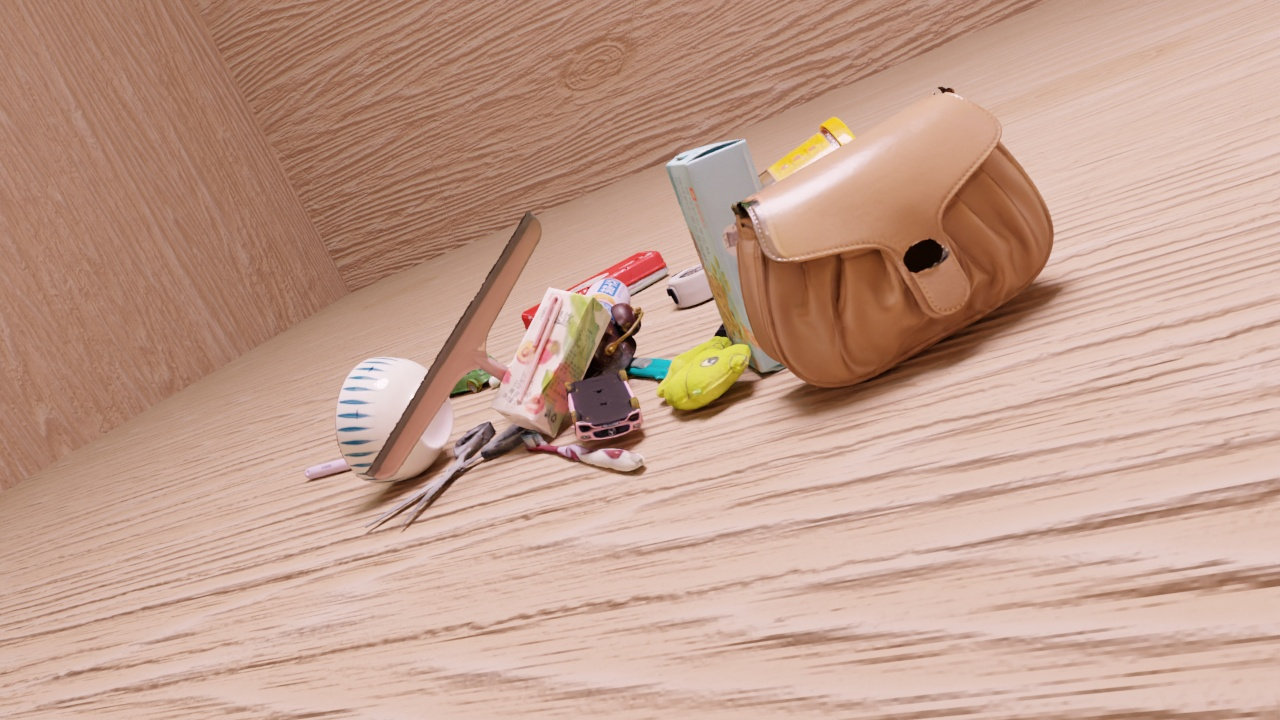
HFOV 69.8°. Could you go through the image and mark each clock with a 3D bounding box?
[{"bbox_3d":[-0.041,-0.013,0.856,0.122,0.055,0.081,-23,26,41],"label":"clock"}]

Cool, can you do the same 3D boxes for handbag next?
[{"bbox_3d":[0.164,-0.075,0.602,0.204,0.148,0.100,-30,13,-3],"label":"handbag"}]

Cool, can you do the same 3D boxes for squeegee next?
[{"bbox_3d":[-0.125,0.012,0.849,0.247,0.040,0.249,-60,-10,-4],"label":"squeegee"}]

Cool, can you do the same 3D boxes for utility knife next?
[{"bbox_3d":[-0.005,0.005,0.854,0.029,0.013,0.187,-33,17,-24],"label":"utility knife"}]

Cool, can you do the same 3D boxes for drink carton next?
[{"bbox_3d":[-0.077,-0.001,0.791,0.054,0.045,0.122,15,73,33],"label":"drink carton"}]

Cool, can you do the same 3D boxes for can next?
[{"bbox_3d":[-0.045,-0.053,1.035,0.053,0.053,0.134,-21,15,14],"label":"can"}]

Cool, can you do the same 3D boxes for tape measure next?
[{"bbox_3d":[0.064,-0.085,1.014,0.066,0.033,0.065,-22,13,18],"label":"tape measure"}]

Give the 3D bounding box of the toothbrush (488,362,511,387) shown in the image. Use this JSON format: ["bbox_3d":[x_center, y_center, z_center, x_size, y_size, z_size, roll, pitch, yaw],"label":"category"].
[{"bbox_3d":[-0.108,-0.019,1.092,0.189,0.020,0.029,-37,-11,-35],"label":"toothbrush"}]

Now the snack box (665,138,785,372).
[{"bbox_3d":[0.077,-0.081,0.710,0.051,0.175,0.074,-23,14,-4],"label":"snack box"}]

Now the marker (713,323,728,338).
[{"bbox_3d":[0.094,-0.042,0.851,0.022,0.020,0.131,12,26,15],"label":"marker"}]

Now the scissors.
[{"bbox_3d":[-0.160,0.092,0.804,0.177,0.014,0.159,-26,14,-4],"label":"scissors"}]

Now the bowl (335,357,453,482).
[{"bbox_3d":[-0.214,0.054,0.837,0.066,0.116,0.116,-2,23,23],"label":"bowl"}]

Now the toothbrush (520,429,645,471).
[{"bbox_3d":[-0.049,0.067,0.704,0.016,0.017,0.188,-35,17,-26],"label":"toothbrush"}]

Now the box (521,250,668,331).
[{"bbox_3d":[-0.060,-0.085,1.211,0.201,0.047,0.087,-30,15,-17],"label":"box"}]

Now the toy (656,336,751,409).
[{"bbox_3d":[0.047,0.011,0.710,0.097,0.031,0.100,-33,14,26],"label":"toy"}]

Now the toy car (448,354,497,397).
[{"bbox_3d":[-0.204,0.018,1.087,0.091,0.036,0.043,-17,18,39],"label":"toy car"}]

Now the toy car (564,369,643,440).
[{"bbox_3d":[-0.030,0.039,0.729,0.056,0.037,0.122,-14,17,-4],"label":"toy car"}]

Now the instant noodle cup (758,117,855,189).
[{"bbox_3d":[0.194,-0.189,1.018,0.114,0.118,0.118,-31,14,7],"label":"instant noodle cup"}]

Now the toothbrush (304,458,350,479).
[{"bbox_3d":[-0.293,0.104,0.965,0.190,0.029,0.021,-17,-23,32],"label":"toothbrush"}]
